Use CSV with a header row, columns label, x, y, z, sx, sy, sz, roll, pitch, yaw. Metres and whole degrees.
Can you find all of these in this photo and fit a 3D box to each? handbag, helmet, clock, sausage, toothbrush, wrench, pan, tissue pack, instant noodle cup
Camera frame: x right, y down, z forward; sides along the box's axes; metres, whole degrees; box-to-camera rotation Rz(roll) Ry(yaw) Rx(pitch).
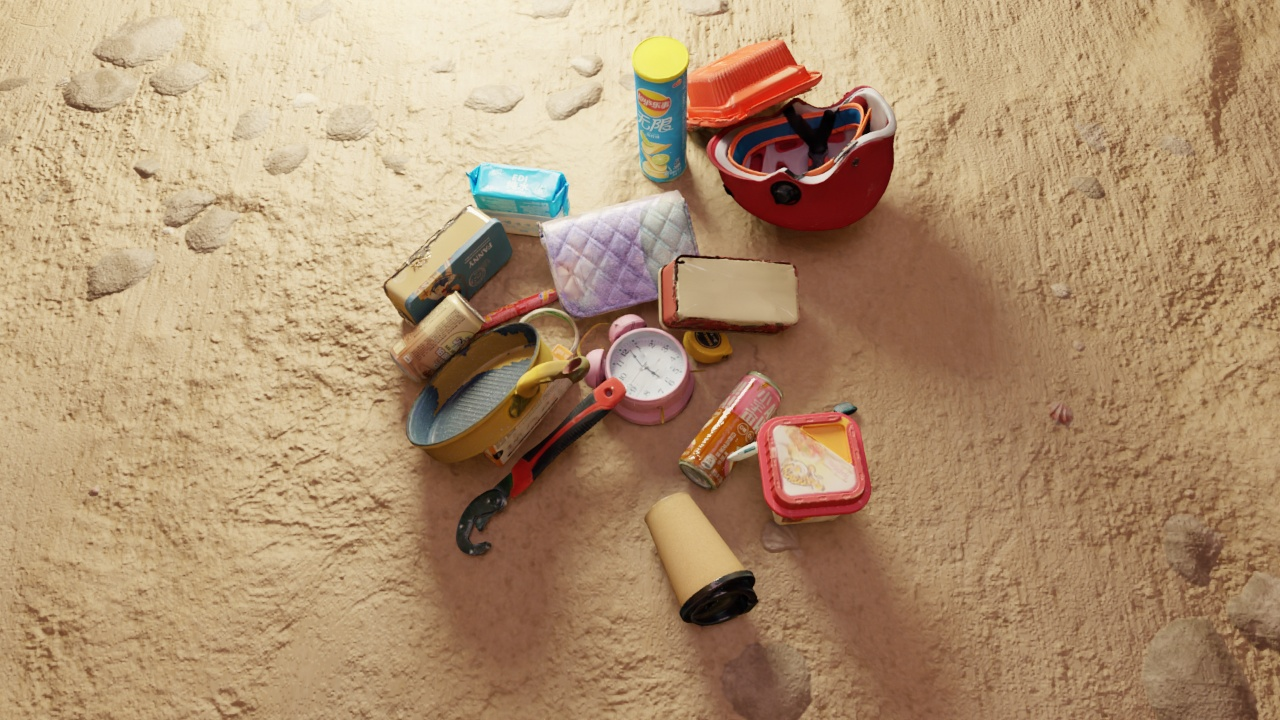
label,x,y,z,sx,sy,sz,roll,pitch,yaw
handbag,-0.025,-0.135,1.187,0.193,0.075,0.134,-14,94,-10
helmet,0.219,-0.246,1.208,0.240,0.144,0.206,-7,39,18
clock,-0.007,0.007,1.146,0.158,0.060,0.117,32,70,18
sausage,-0.173,-0.063,1.209,0.155,0.020,0.020,-23,66,-8
toothbrush,0.183,0.084,1.101,0.191,0.016,0.018,-18,54,-23
wrench,-0.120,0.121,1.090,0.273,0.016,0.056,-46,65,-4
pan,-0.149,0.027,1.019,0.358,0.078,0.197,2,49,50
tissue pack,-0.162,-0.219,1.243,0.140,0.090,0.063,7,65,6
instant noodle cup,0.140,-0.379,1.260,0.164,0.079,0.189,-29,23,-11
instant noodle cup,0.190,0.131,1.042,0.116,0.124,0.116,-5,65,-1

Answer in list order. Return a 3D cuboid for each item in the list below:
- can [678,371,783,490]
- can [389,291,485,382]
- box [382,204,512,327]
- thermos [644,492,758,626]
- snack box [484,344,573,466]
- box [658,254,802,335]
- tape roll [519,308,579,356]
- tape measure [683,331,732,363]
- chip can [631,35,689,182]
label,x,y,z,sx,sy,sz,roll,pitch,yaw
can,0.109,0.084,1.104,0.058,0.058,0.147,34,71,17
can,-0.257,-0.029,1.162,0.116,0.058,0.058,-43,69,-1
box,-0.246,-0.123,1.202,0.060,0.090,0.184,38,75,22
thermos,0.063,0.223,1.029,0.093,0.093,0.143,-25,57,-9
snack box,-0.135,0.055,1.119,0.026,0.075,0.153,34,71,16
box,0.113,-0.080,1.136,0.168,0.076,0.091,2,80,-18
tape roll,-0.122,-0.028,1.192,0.086,0.014,0.085,-1,65,2
tape measure,0.083,-0.023,1.169,0.057,0.029,0.060,-13,61,-28
chip can,0.028,-0.327,1.218,0.071,0.210,0.071,-1,65,2
